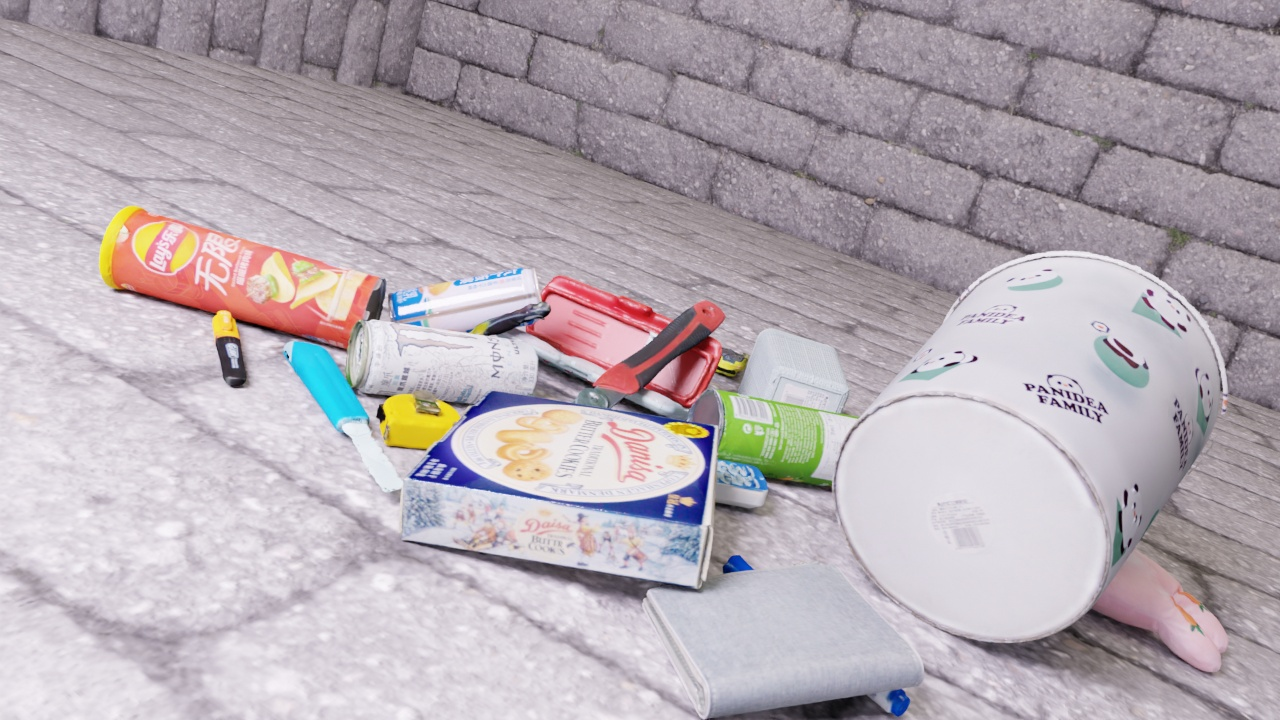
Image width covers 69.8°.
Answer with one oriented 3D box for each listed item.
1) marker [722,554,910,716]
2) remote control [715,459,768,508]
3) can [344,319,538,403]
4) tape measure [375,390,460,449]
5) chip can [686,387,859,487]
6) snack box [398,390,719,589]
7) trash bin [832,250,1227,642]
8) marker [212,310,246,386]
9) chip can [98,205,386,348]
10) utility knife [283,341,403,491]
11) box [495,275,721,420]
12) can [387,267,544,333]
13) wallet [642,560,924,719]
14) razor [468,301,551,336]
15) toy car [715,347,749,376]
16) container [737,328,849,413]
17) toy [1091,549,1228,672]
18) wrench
[{"bbox_3d":[0.104,0.166,0.565,0.016,0.017,0.146,3,22,-42],"label":"marker"},{"bbox_3d":[0.037,0.091,0.726,0.125,0.024,0.049,12,17,-8],"label":"remote control"},{"bbox_3d":[-0.159,0.004,0.746,0.146,0.058,0.058,8,19,-30],"label":"can"},{"bbox_3d":[-0.161,0.042,0.671,0.060,0.029,0.057,10,17,-27],"label":"tape measure"},{"bbox_3d":[0.158,0.077,0.816,0.235,0.072,0.072,11,17,-21],"label":"chip can"},{"bbox_3d":[-0.041,0.076,0.608,0.182,0.046,0.177,8,15,5],"label":"snack box"},{"bbox_3d":[0.281,0.061,0.682,0.230,0.230,0.251,27,36,29],"label":"trash bin"},{"bbox_3d":[-0.316,-0.010,0.705,0.018,0.015,0.124,3,23,-30],"label":"marker"},{"bbox_3d":[-0.330,-0.067,0.777,0.216,0.073,0.073,15,16,-8],"label":"chip can"},{"bbox_3d":[-0.212,0.036,0.654,0.034,0.018,0.234,8,18,-36],"label":"utility knife"},{"bbox_3d":[-0.032,-0.017,0.883,0.201,0.110,0.100,24,-11,18],"label":"box"},{"bbox_3d":[-0.157,-0.048,0.836,0.134,0.053,0.053,-11,21,-5],"label":"can"},{"bbox_3d":[0.076,0.157,0.522,0.129,0.037,0.106,-1,21,-20],"label":"wallet"},{"bbox_3d":[-0.126,-0.027,0.789,0.143,0.022,0.042,-23,-22,41],"label":"razor"},{"bbox_3d":[0.102,0.000,1.088,0.048,0.032,0.105,19,5,4],"label":"toy car"},{"bbox_3d":[0.156,0.034,0.933,0.090,0.090,0.111,16,19,-4],"label":"container"},{"bbox_3d":[0.402,0.187,0.754,0.159,0.054,0.121,36,23,28],"label":"toy"},{"bbox_3d":[-0.005,0.005,0.817,0.056,0.016,0.272,42,45,17],"label":"wrench"}]
